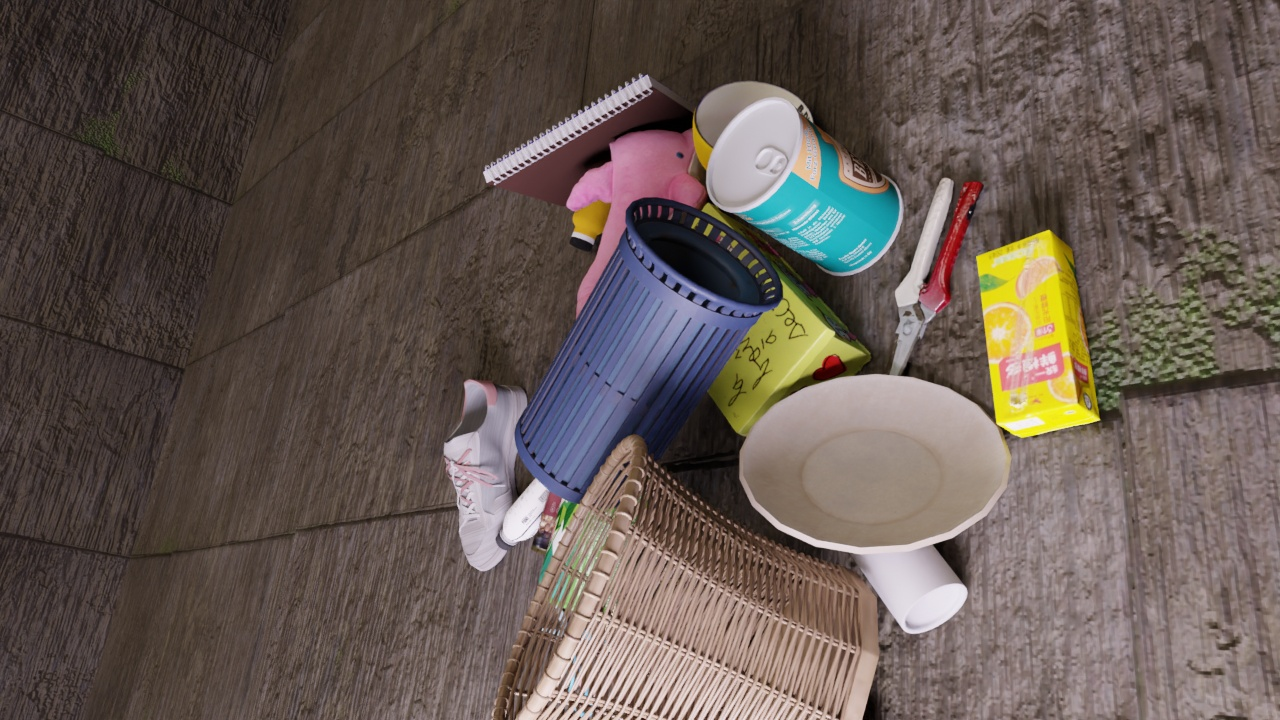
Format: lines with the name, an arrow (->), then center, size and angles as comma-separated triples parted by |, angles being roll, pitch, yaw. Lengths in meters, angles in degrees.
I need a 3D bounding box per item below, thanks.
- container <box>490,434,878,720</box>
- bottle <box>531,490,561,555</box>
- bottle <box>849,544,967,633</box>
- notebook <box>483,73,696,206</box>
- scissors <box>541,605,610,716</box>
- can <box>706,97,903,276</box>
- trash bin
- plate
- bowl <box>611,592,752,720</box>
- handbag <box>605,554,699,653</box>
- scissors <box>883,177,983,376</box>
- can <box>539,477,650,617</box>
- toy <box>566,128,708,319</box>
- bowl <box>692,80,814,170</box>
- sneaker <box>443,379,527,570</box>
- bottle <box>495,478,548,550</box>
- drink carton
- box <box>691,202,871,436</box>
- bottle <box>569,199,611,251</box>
container -> 0.031, 0.197, 0.649 | 0.227, 0.196, 0.226 | -62, 7, 12
bottle -> -0.074, 0.156, 0.966 | 0.056, 0.056, 0.105 | 5, 76, 51
bottle -> 0.168, 0.113, 0.701 | 0.053, 0.052, 0.195 | -52, 40, 19
notebook -> -0.046, -0.233, 1.005 | 0.210, 0.171, 0.022 | -24, 80, 24
scissors -> -0.058, 0.279, 0.922 | 0.118, 0.015, 0.139 | -51, 46, 20
can -> 0.142, -0.145, 0.786 | 0.099, 0.143, 0.099 | -26, 53, 41
trash bin -> -0.005, 0.005, 0.777 | 0.250, 0.139, 0.139 | -58, 37, 31
plate -> 0.168, 0.077, 0.669 | 0.189, 0.027, 0.188 | -9, 35, 6
bowl -> 0.035, 0.257, 0.773 | 0.119, 0.032, 0.119 | -1, 72, 4
handbag -> 0.015, 0.236, 0.834 | 0.079, 0.054, 0.128 | 2, 71, 39
scissors -> 0.233, -0.055, 0.739 | 0.140, 0.015, 0.188 | -26, 55, 40
can -> -0.044, 0.171, 0.901 | 0.083, 0.083, 0.144 | 5, 76, 51
toy -> -0.014, -0.150, 0.957 | 0.265, 0.128, 0.187 | -62, 7, -17
bowl -> 0.108, -0.212, 0.904 | 0.068, 0.117, 0.117 | 93, 171, -55
sneaker -> -0.200, 0.129, 1.103 | 0.099, 0.089, 0.235 | -22, 56, 43
bottle -> -0.123, 0.170, 1.032 | 0.116, 0.041, 0.041 | -50, 41, 22
drink carton -> 0.277, -0.018, 0.644 | 0.059, 0.043, 0.134 | -21, 58, 42
box -> 0.098, -0.034, 0.839 | 0.125, 0.079, 0.220 | -51, 39, 20
bottle -> -0.049, -0.205, 1.128 | 0.043, 0.043, 0.143 | 18, 86, 52
